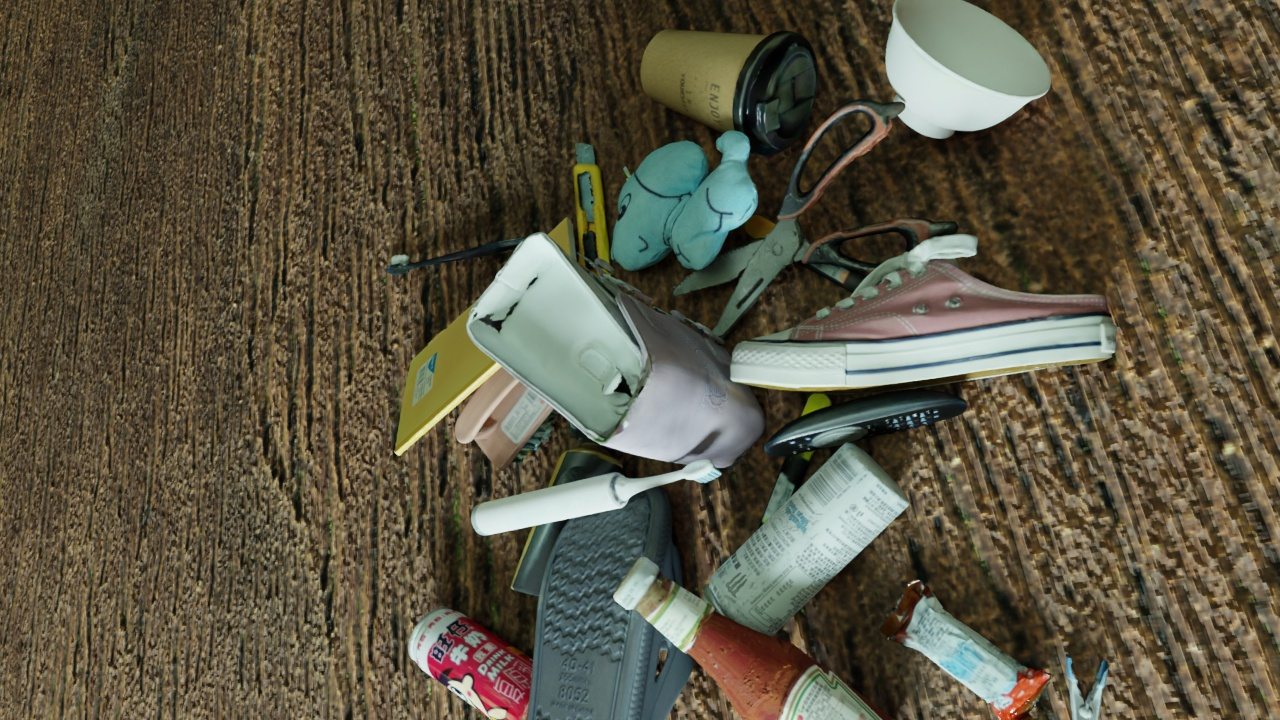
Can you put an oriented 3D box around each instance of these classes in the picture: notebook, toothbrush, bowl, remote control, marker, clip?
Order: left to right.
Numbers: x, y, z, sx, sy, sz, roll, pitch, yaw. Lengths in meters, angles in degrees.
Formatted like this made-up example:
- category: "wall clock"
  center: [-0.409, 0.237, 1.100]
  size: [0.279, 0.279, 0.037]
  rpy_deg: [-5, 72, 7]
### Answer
- category: "toothbrush"
  center: [-0.171, -0.099, 0.854]
  size: [0.181, 0.015, 0.018]
  rpy_deg: [-5, 64, 33]
- category: "notebook"
  center: [-0.130, -0.024, 0.772]
  size: [0.207, 0.010, 0.145]
  rpy_deg: [-40, 29, 16]
- category: "toothbrush"
  center: [-0.038, 0.099, 0.667]
  size: [0.222, 0.026, 0.026]
  rpy_deg: [-18, 53, 34]
- category: "marker"
  center: [0.110, 0.082, 0.664]
  size: [0.018, 0.015, 0.124]
  rpy_deg: [22, 91, 22]
- category: "marker"
  center: [0.130, -0.077, 0.694]
  size: [0.124, 0.015, 0.018]
  rpy_deg: [35, 99, 28]
- category: "remote control"
  center: [0.150, 0.039, 0.623]
  size: [0.136, 0.053, 0.024]
  rpy_deg: [-14, 70, 14]
- category: "bowl"
  center: [0.215, -0.196, 0.641]
  size: [0.118, 0.118, 0.065]
  rpy_deg: [58, 144, 27]
- category: "clip"
  center: [0.263, 0.204, 0.542]
  size: [0.044, 0.027, 0.058]
  rpy_deg: [5, 79, 21]

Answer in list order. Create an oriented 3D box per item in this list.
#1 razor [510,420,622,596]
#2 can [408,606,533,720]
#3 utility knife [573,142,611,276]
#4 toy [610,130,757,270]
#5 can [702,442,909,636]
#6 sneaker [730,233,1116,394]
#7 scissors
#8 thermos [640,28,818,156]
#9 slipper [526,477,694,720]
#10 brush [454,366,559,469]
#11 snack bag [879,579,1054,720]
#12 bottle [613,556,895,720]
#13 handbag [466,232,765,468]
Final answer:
- category: "razor"
  center: [-0.058, 0.114, 0.729]
  size: [0.167, 0.062, 0.067]
  rpy_deg: [-65, 29, 6]
- category: "can"
  center: [-0.120, 0.245, 0.721]
  size: [0.133, 0.053, 0.053]
  rpy_deg: [21, 88, 31]
- category: "utility knife"
  center: [-0.045, -0.115, 0.797]
  size: [0.033, 0.015, 0.177]
  rpy_deg: [-15, 71, 25]
- category: "toy"
  center: [0.026, -0.123, 0.722]
  size: [0.162, 0.049, 0.156]
  rpy_deg: [-54, 39, 29]
- category: "can"
  center: [0.111, 0.125, 0.625]
  size: [0.147, 0.058, 0.058]
  rpy_deg: [-47, 60, 10]
- category: "sneaker"
  center: [0.176, -0.028, 0.602]
  size: [0.241, 0.118, 0.087]
  rpy_deg: [-7, 83, 16]
- category: "scissors"
  center: [0.121, -0.093, 0.671]
  size: [0.225, 0.015, 0.189]
  rpy_deg: [8, 105, 25]
- category: "thermos"
  center: [0.069, -0.219, 0.724]
  size: [0.143, 0.093, 0.093]
  rpy_deg: [29, 91, 38]
- category: "slipper"
  center: [-0.019, 0.220, 0.658]
  size: [0.111, 0.083, 0.267]
  rpy_deg: [-6, 66, 42]
- category: "brush"
  center: [-0.088, 0.017, 0.750]
  size: [0.146, 0.073, 0.063]
  rpy_deg: [-50, 59, 12]
- category: "snack bag"
  center: [0.203, 0.185, 0.577]
  size: [0.105, 0.026, 0.045]
  rpy_deg: [35, 103, 32]
- category: "bottle"
  center: [0.074, 0.199, 0.583]
  size: [0.206, 0.059, 0.060]
  rpy_deg: [36, 95, 6]
- category: "handbag"
  center: [-0.004, 0.004, 0.638]
  size: [0.098, 0.197, 0.145]
  rpy_deg: [-50, 61, 9]
